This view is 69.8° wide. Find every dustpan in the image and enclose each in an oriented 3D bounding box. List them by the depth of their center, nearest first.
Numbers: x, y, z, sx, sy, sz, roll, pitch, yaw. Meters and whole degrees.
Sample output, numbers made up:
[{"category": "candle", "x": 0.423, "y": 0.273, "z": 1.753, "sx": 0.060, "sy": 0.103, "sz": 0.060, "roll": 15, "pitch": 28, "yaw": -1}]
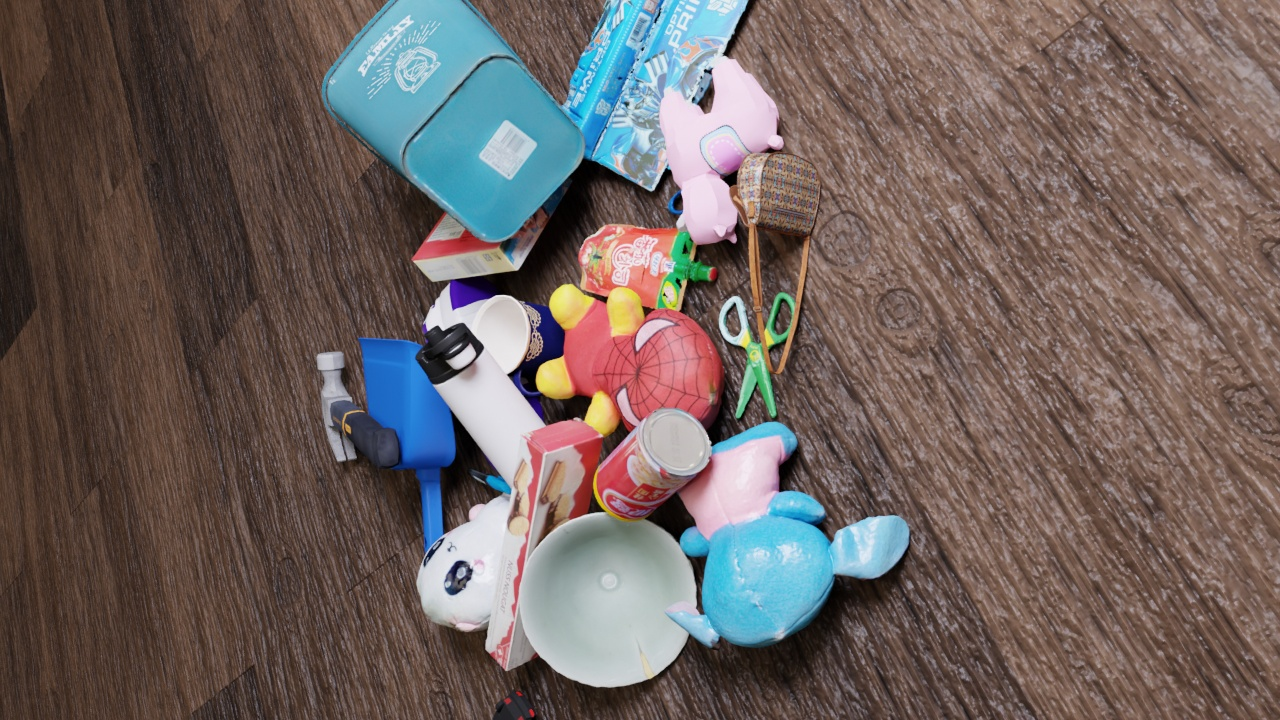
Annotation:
[{"category": "dustpan", "x": -0.271, "y": 0.102, "z": 1.076, "sx": 0.246, "sy": 0.059, "sz": 0.257, "roll": 4, "pitch": 97, "yaw": 61}]

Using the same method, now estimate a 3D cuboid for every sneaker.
[{"category": "sneaker", "x": -0.193, "y": 0.031, "z": 1.046, "sx": 0.111, "sy": 0.091, "sz": 0.244, "roll": -33, "pitch": 67, "yaw": 38}]

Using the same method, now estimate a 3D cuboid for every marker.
[{"category": "marker", "x": -0.170, "y": 0.134, "z": 1.033, "sx": 0.015, "sy": 0.018, "sz": 0.123, "roll": -56, "pitch": 25, "yaw": -16}]

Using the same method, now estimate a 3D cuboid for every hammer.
[{"category": "hammer", "x": -0.344, "y": 0.073, "z": 1.112, "sx": 0.313, "sy": 0.035, "sz": 0.139, "roll": 12, "pitch": 108, "yaw": 61}]

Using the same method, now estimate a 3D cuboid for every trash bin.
[{"category": "trash bin", "x": -0.185, "y": -0.251, "z": 0.953, "sx": 0.196, "sy": 0.199, "sz": 0.218, "roll": -46, "pitch": 42, "yaw": 4}]

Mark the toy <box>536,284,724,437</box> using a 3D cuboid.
[{"category": "toy", "x": -0.005, "y": 0.005, "z": 0.894, "sx": 0.216, "sy": 0.098, "sz": 0.148, "roll": 20, "pitch": 109, "yaw": 39}]

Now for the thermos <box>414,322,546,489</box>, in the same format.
[{"category": "thermos", "x": -0.135, "y": 0.062, "z": 0.917, "sx": 0.068, "sy": 0.230, "sz": 0.101, "roll": -41, "pitch": 21, "yaw": -18}]

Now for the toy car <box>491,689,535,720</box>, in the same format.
[{"category": "toy car", "x": -0.140, "y": 0.399, "z": 0.994, "sx": 0.042, "sy": 0.036, "sz": 0.092, "roll": 44, "pitch": 121, "yaw": 34}]

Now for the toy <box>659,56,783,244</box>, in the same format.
[{"category": "toy", "x": 0.075, "y": -0.192, "z": 0.864, "sx": 0.123, "sy": 0.067, "sz": 0.157, "roll": -22, "pitch": 76, "yaw": 26}]

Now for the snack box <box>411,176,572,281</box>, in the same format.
[{"category": "snack box", "x": -0.166, "y": -0.158, "z": 1.030, "sx": 0.143, "sy": 0.040, "sz": 0.144, "roll": -3, "pitch": 49, "yaw": 38}]

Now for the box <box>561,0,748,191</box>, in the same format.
[{"category": "box", "x": -0.002, "y": -0.318, "z": 0.945, "sx": 0.175, "sy": 0.060, "sz": 0.244, "roll": 39, "pitch": 109, "yaw": 38}]

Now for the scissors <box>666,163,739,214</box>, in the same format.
[{"category": "scissors", "x": 0.079, "y": -0.180, "z": 0.906, "sx": 0.135, "sy": 0.016, "sz": 0.083, "roll": 2, "pitch": 82, "yaw": 33}]

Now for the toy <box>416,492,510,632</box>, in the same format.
[{"category": "toy", "x": -0.167, "y": 0.213, "z": 1.005, "sx": 0.139, "sy": 0.101, "sz": 0.179, "roll": 23, "pitch": 79, "yaw": 50}]

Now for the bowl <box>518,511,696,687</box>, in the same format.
[{"category": "bowl", "x": -0.033, "y": 0.226, "z": 0.904, "sx": 0.174, "sy": 0.068, "sz": 0.174, "roll": -1, "pitch": 97, "yaw": -5}]

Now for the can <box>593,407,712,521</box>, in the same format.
[{"category": "can", "x": 0.008, "y": 0.095, "z": 0.826, "sx": 0.125, "sy": 0.066, "sz": 0.066, "roll": -51, "pitch": 54, "yaw": 54}]

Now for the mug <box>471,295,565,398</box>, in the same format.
[{"category": "mug", "x": -0.118, "y": -0.010, "z": 0.988, "sx": 0.086, "sy": 0.089, "sz": 0.111, "roll": -30, "pitch": 68, "yaw": 32}]

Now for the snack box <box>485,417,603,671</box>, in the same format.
[{"category": "snack box", "x": -0.096, "y": 0.187, "z": 0.910, "sx": 0.044, "sy": 0.076, "sz": 0.273, "roll": 34, "pitch": 123, "yaw": 37}]

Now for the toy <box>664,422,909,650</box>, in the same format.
[{"category": "toy", "x": 0.108, "y": 0.148, "z": 0.801, "sx": 0.225, "sy": 0.099, "sz": 0.191, "roll": -29, "pitch": 57, "yaw": 24}]

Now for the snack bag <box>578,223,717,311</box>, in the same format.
[{"category": "snack bag", "x": 0.010, "y": -0.096, "z": 0.937, "sx": 0.155, "sy": 0.044, "sz": 0.087, "roll": 13, "pitch": 84, "yaw": 32}]

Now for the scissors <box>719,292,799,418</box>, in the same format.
[{"category": "scissors", "x": 0.102, "y": -0.005, "z": 0.866, "sx": 0.108, "sy": 0.012, "sz": 0.132, "roll": 24, "pitch": 98, "yaw": 38}]

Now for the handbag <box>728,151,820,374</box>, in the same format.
[{"category": "handbag", "x": 0.118, "y": -0.086, "z": 0.819, "sx": 0.043, "sy": 0.093, "sz": 0.195, "roll": 1, "pitch": 90, "yaw": 44}]
